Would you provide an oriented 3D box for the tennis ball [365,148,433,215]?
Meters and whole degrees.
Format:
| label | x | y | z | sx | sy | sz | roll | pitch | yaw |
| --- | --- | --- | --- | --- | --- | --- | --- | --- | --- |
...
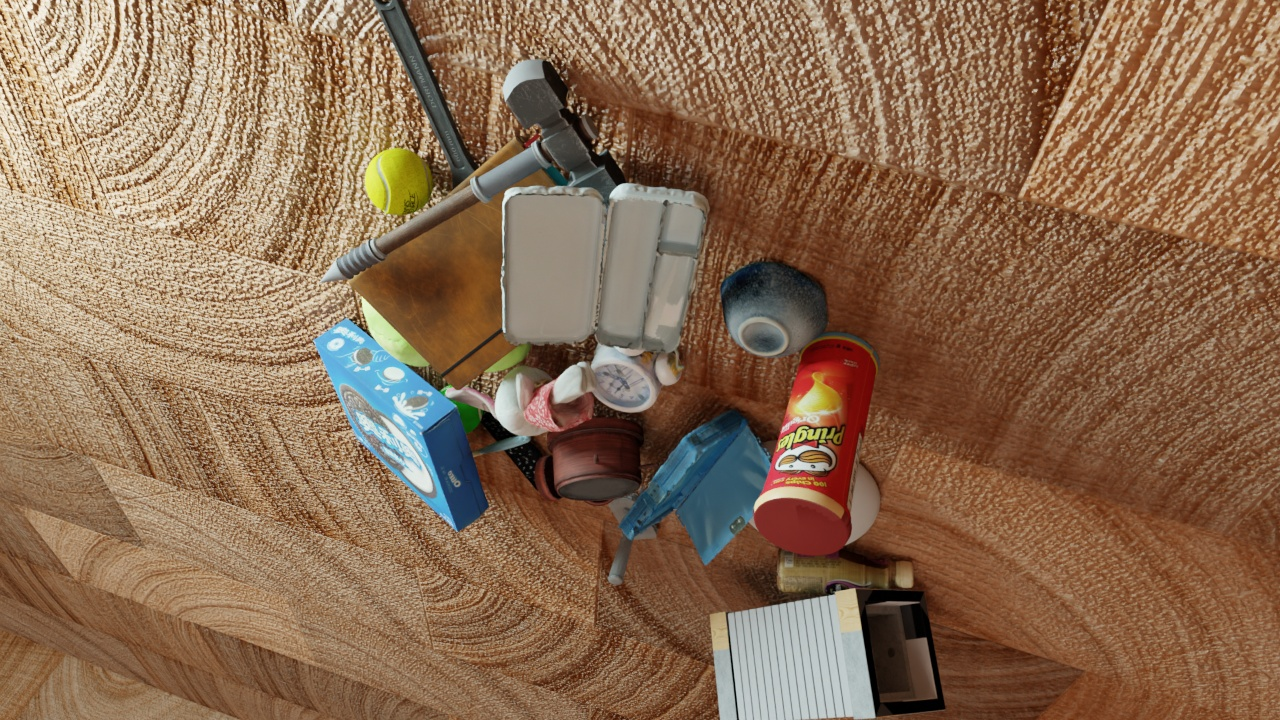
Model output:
| label | x | y | z | sx | sy | sz | roll | pitch | yaw |
| --- | --- | --- | --- | --- | --- | --- | --- | --- | --- |
| tennis ball | -0.240 | -0.178 | 0.914 | 0.065 | 0.065 | 0.065 | 13 | 138 | 12 |

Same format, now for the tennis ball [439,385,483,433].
| label | x | y | z | sx | sy | sz | roll | pitch | yaw |
| --- | --- | --- | --- | --- | --- | --- | --- | --- | --- |
| tennis ball | -0.233 | 0.063 | 1.164 | 0.065 | 0.065 | 0.065 | 13 | 138 | 12 |

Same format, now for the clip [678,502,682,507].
| label | x | y | z | sx | sy | sz | roll | pitch | yaw |
| --- | --- | --- | --- | --- | --- | --- | --- | --- | --- |
| clip | 0.073 | 0.195 | 1.202 | 0.051 | 0.014 | 0.043 | 24 | 137 | 5 |

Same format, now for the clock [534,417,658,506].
| label | x | y | z | sx | sy | sz | roll | pitch | yaw |
| --- | --- | --- | --- | --- | --- | --- | --- | --- | --- |
| clock | -0.061 | 0.128 | 1.112 | 0.120 | 0.072 | 0.158 | 12 | 151 | -34 |

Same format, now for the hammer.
| label | x | y | z | sx | sy | sz | roll | pitch | yaw |
| --- | --- | --- | --- | --- | --- | --- | --- | --- | --- |
| hammer | -0.181 | -0.143 | 0.865 | 0.323 | 0.043 | 0.156 | -25 | 122 | 19 |

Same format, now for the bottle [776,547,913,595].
| label | x | y | z | sx | sy | sz | roll | pitch | yaw |
| --- | --- | --- | --- | --- | --- | --- | --- | --- | --- |
| bottle | 0.257 | 0.266 | 1.158 | 0.166 | 0.059 | 0.060 | -1 | 134 | 14 |

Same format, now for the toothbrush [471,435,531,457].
| label | x | y | z | sx | sy | sz | roll | pitch | yaw |
| --- | --- | --- | --- | --- | --- | --- | --- | --- | --- |
| toothbrush | -0.197 | 0.116 | 1.212 | 0.155 | 0.016 | 0.022 | -18 | 89 | 40 |

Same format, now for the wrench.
| label | x | y | z | sx | sy | sz | roll | pitch | yaw |
| --- | --- | --- | --- | --- | --- | --- | --- | --- | --- |
| wrench | -0.190 | -0.227 | 0.876 | 0.073 | 0.018 | 0.273 | -1 | 132 | 23 |

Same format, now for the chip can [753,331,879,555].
| label | x | y | z | sx | sy | sz | roll | pitch | yaw |
| --- | --- | --- | --- | --- | --- | --- | --- | --- | --- |
| chip can | 0.172 | 0.074 | 0.874 | 0.087 | 0.212 | 0.087 | 13 | 138 | 12 |

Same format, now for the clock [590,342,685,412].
| label | x | y | z | sx | sy | sz | roll | pitch | yaw |
| --- | --- | --- | --- | --- | --- | --- | --- | --- | --- |
| clock | -0.006 | 0.006 | 1.012 | 0.089 | 0.051 | 0.126 | 37 | 135 | -13 |

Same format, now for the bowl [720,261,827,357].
| label | x | y | z | sx | sy | sz | roll | pitch | yaw |
| --- | --- | --- | --- | --- | --- | --- | --- | --- | --- |
| bowl | 0.126 | -0.040 | 0.898 | 0.110 | 0.055 | 0.111 | 13 | 137 | 12 |

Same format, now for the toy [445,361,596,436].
| label | x | y | z | sx | sy | sz | roll | pitch | yaw |
| --- | --- | --- | --- | --- | --- | --- | --- | --- | --- |
| toy | -0.117 | 0.044 | 1.032 | 0.159 | 0.084 | 0.195 | 11 | 165 | -32 |

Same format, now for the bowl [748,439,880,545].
| label | x | y | z | sx | sy | sz | roll | pitch | yaw |
| --- | --- | --- | --- | --- | --- | --- | --- | --- | --- |
| bowl | 0.189 | 0.174 | 1.083 | 0.177 | 0.066 | 0.177 | 13 | 138 | 12 |

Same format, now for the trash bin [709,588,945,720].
| label | x | y | z | sx | sy | sz | roll | pitch | yaw |
| --- | --- | --- | --- | --- | --- | --- | --- | --- | --- |
| trash bin | 0.232 | 0.385 | 1.180 | 0.142 | 0.142 | 0.248 | 13 | 153 | -38 |

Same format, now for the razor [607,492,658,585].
| label | x | y | z | sx | sy | sz | roll | pitch | yaw |
| --- | --- | --- | --- | --- | --- | --- | --- | --- | --- |
| razor | -0.020 | 0.245 | 1.219 | 0.047 | 0.116 | 0.088 | -8 | 130 | 25 |

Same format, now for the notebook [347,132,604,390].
| label | x | y | z | sx | sy | sz | roll | pitch | yaw |
| --- | --- | --- | --- | --- | --- | --- | --- | --- | --- |
| notebook | -0.145 | -0.089 | 0.926 | 0.250 | 0.014 | 0.178 | -35 | 110 | 18 |

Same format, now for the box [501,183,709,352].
| label | x | y | z | sx | sy | sz | roll | pitch | yaw |
| --- | --- | --- | --- | --- | --- | --- | --- | --- | --- |
| box | -0.038 | -0.083 | 0.877 | 0.191 | 0.045 | 0.210 | 1 | 140 | -5 |

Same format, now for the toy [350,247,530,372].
| label | x | y | z | sx | sy | sz | roll | pitch | yaw |
| --- | --- | --- | --- | --- | --- | --- | --- | --- | --- |
| toy | -0.229 | -0.045 | 1.027 | 0.197 | 0.107 | 0.150 | 3 | 135 | 8 |

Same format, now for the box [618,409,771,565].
| label | x | y | z | sx | sy | sz | roll | pitch | yaw |
| --- | --- | --- | --- | --- | --- | --- | --- | --- | --- |
| box | 0.070 | 0.170 | 1.087 | 0.111 | 0.094 | 0.232 | 52 | 142 | 18 |

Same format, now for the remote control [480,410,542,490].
| label | x | y | z | sx | sy | sz | roll | pitch | yaw |
| --- | --- | --- | --- | --- | --- | --- | --- | --- | --- |
| remote control | -0.158 | 0.116 | 1.221 | 0.047 | 0.022 | 0.150 | -11 | 127 | 34 |

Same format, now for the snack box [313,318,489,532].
| label | x | y | z | sx | sy | sz | roll | pitch | yaw |
| --- | --- | --- | --- | --- | --- | --- | --- | --- | --- |
| snack box | -0.297 | 0.081 | 1.149 | 0.239 | 0.056 | 0.196 | 33 | 147 | 33 |
